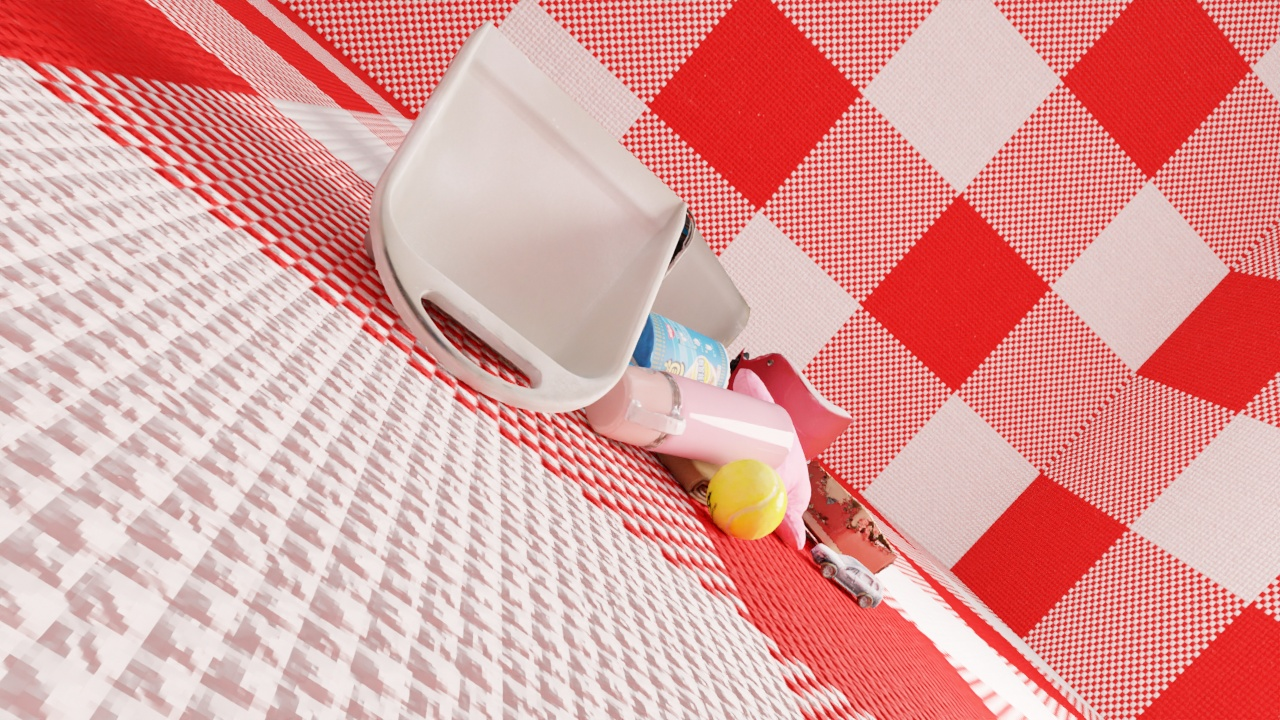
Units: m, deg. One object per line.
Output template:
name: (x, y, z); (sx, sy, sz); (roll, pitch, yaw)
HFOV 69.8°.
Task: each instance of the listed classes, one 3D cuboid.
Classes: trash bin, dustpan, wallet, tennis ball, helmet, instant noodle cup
trash bin: (0.006, -0.087, 1.128); (0.199, 0.198, 0.219); (42, 4, 39)
dustpan: (-0.070, -0.091, 0.633); (0.222, 0.257, 0.143); (39, -18, -22)
wallet: (0.045, 0.091, 0.832); (0.090, 0.033, 0.115); (32, 10, -43)
tennis ball: (0.086, 0.113, 0.748); (0.065, 0.065, 0.065); (41, 5, -5)
helmet: (0.213, 0.090, 1.524); (0.207, 0.143, 0.240); (40, -9, -18)
instant noodle cup: (0.023, 0.003, 0.881); (0.109, 0.099, 0.099); (15, 20, -36)

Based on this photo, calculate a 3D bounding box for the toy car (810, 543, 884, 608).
toy car: (0.218, 0.225, 0.966); (0.090, 0.034, 0.043); (39, 9, -11)

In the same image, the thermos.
thermos: (0.049, 0.051, 0.755); (0.198, 0.067, 0.087); (18, 4, -43)

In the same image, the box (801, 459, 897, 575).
box: (0.239, 0.187, 1.108); (0.091, 0.077, 0.168); (54, 0, -21)

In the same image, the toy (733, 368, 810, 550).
toy: (0.134, 0.102, 0.970); (0.178, 0.075, 0.194); (13, 60, -82)

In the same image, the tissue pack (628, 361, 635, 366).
tissue pack: (-0.061, -0.014, 0.815); (0.157, 0.052, 0.095); (45, 7, 40)
